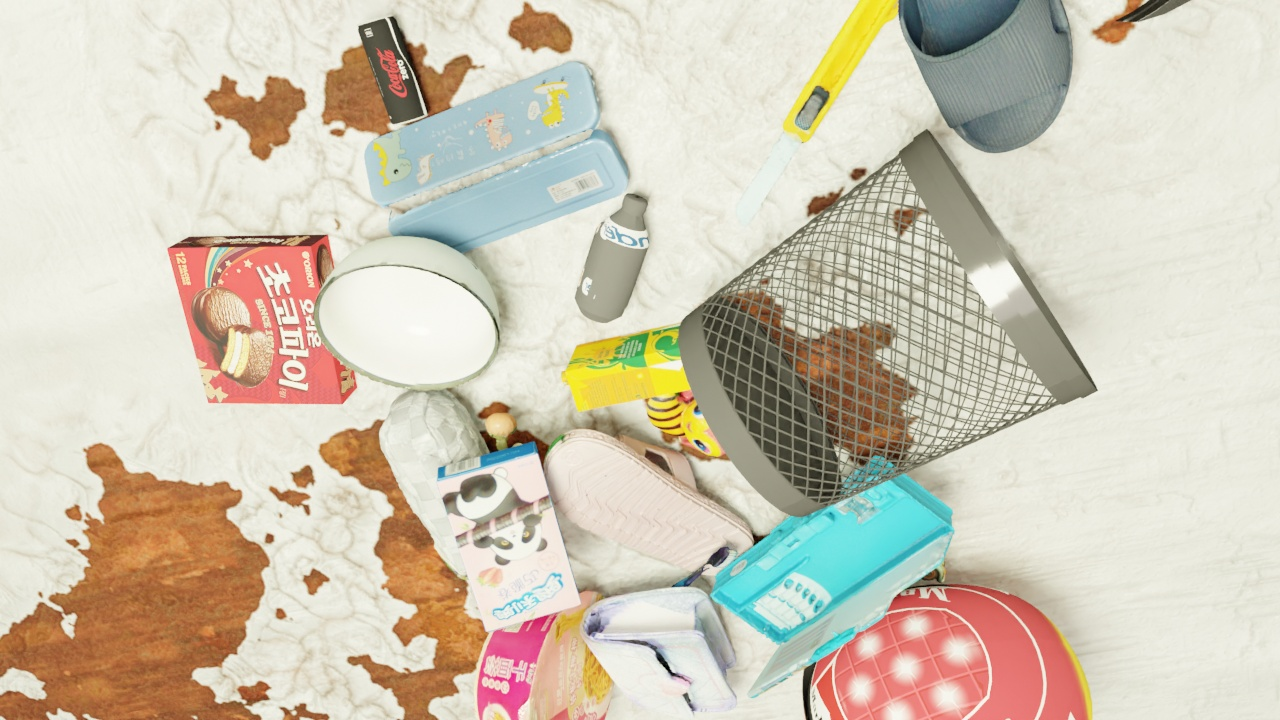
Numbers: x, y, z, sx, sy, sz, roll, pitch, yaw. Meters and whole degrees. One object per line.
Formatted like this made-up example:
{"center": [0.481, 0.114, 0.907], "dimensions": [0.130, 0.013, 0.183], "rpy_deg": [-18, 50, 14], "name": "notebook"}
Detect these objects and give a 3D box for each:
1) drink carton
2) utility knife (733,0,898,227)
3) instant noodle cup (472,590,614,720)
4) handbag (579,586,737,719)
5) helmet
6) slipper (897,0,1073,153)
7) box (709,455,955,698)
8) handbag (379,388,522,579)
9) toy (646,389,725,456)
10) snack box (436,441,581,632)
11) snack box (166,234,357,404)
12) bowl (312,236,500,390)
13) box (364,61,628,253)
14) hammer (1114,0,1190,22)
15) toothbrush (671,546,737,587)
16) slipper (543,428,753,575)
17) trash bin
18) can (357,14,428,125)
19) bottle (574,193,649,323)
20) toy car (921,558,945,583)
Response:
{"center": [-0.005, 0.005, 0.806], "dimensions": [0.122, 0.058, 0.041], "rpy_deg": [-11, 113, 12], "name": "drink carton"}
{"center": [0.138, -0.202, 0.720], "dimensions": [0.030, 0.019, 0.228], "rpy_deg": [33, 117, 1], "name": "utility knife"}
{"center": [-0.096, 0.312, 0.907], "dimensions": [0.078, 0.178, 0.179], "rpy_deg": [3, 116, 24], "name": "instant noodle cup"}
{"center": [0.021, 0.297, 0.911], "dimensions": [0.127, 0.069, 0.159], "rpy_deg": [-10, 134, 14], "name": "handbag"}
{"center": [0.255, 0.311, 0.819], "dimensions": [0.271, 0.197, 0.224], "rpy_deg": [-29, 136, 14], "name": "helmet"}
{"center": [0.224, -0.246, 0.622], "dimensions": [0.101, 0.082, 0.264], "rpy_deg": [-14, 125, 31], "name": "slipper"}
{"center": [0.160, 0.201, 0.798], "dimensions": [0.097, 0.116, 0.227], "rpy_deg": [36, 125, -12], "name": "box"}
{"center": [-0.158, 0.100, 0.843], "dimensions": [0.123, 0.112, 0.171], "rpy_deg": [-25, 109, 6], "name": "handbag"}
{"center": [0.056, 0.053, 0.829], "dimensions": [0.103, 0.046, 0.084], "rpy_deg": [21, 138, 8], "name": "toy"}
{"center": [-0.112, 0.153, 0.792], "dimensions": [0.088, 0.033, 0.154], "rpy_deg": [-15, 109, -5], "name": "snack box"}
{"center": [-0.343, -0.036, 0.841], "dimensions": [0.133, 0.035, 0.152], "rpy_deg": [0, 115, 7], "name": "snack box"}
{"center": [-0.193, -0.048, 0.782], "dimensions": [0.153, 0.072, 0.154], "rpy_deg": [0, 139, 0], "name": "bowl"}
{"center": [-0.122, -0.157, 0.753], "dimensions": [0.210, 0.047, 0.122], "rpy_deg": [-17, 110, 14], "name": "box"}
{"center": [0.261, -0.322, 0.638], "dimensions": [0.305, 0.040, 0.132], "rpy_deg": [11, 112, 3], "name": "hammer"}
{"center": [0.036, 0.230, 0.906], "dimensions": [0.017, 0.016, 0.190], "rpy_deg": [14, 136, -30], "name": "toothbrush"}
{"center": [0.007, 0.127, 0.861], "dimensions": [0.239, 0.064, 0.094], "rpy_deg": [34, 117, -28], "name": "slipper"}
{"center": [0.175, -0.016, 0.695], "dimensions": [0.228, 0.217, 0.218], "rpy_deg": [-33, 107, 24], "name": "trash bin"}
{"center": [-0.198, -0.232, 0.735], "dimensions": [0.031, 0.031, 0.080], "rpy_deg": [-11, 113, 12], "name": "can"}
{"center": [-0.021, -0.086, 0.773], "dimensions": [0.047, 0.046, 0.113], "rpy_deg": [19, 115, -2], "name": "bottle"}
{"center": [0.244, 0.161, 0.853], "dimensions": [0.112, 0.047, 0.047], "rpy_deg": [30, 119, -7], "name": "toy car"}
